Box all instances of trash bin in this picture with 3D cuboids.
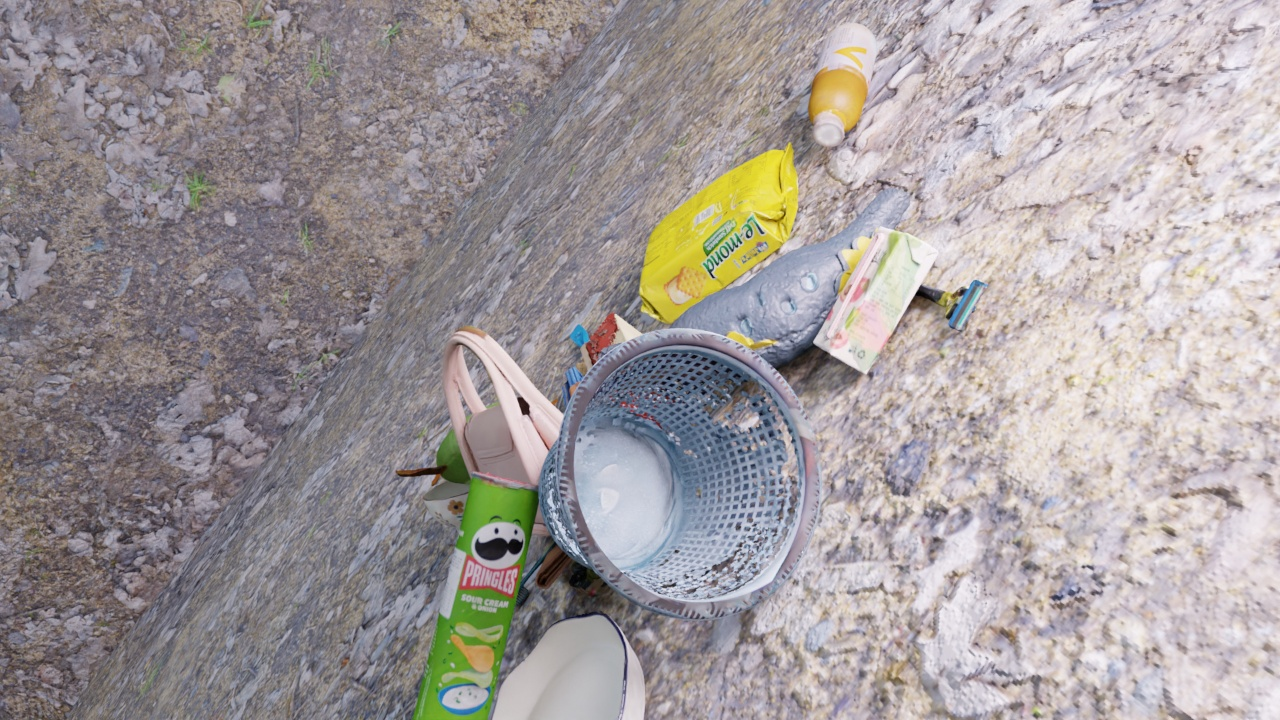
[{"bbox_3d":[0.009,0.104,0.792,0.226,0.226,0.195,-63,13,-22],"label":"trash bin"}]

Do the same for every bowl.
[{"bbox_3d":[-0.226,0.191,1.221,0.113,0.062,0.113,-14,8,2],"label":"bowl"}]

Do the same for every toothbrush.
[{"bbox_3d":[-0.089,0.206,1.040,0.191,0.018,0.016,-50,14,0],"label":"toothbrush"}]

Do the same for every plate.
[{"bbox_3d":[-0.069,0.324,0.802,0.205,0.045,0.204,-40,26,24],"label":"plate"}]

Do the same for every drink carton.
[{"bbox_3d":[0.203,-0.055,0.804,0.122,0.045,0.053,-62,15,10],"label":"drink carton"}]

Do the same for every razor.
[{"bbox_3d":[0.250,-0.055,0.779,0.043,0.022,0.142,-61,16,7],"label":"razor"}]

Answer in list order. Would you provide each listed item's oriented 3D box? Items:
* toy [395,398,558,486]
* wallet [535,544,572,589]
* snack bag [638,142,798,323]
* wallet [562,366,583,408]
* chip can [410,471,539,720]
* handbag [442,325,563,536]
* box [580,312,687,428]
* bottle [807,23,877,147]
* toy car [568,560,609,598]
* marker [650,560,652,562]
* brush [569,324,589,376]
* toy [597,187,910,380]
[{"bbox_3d":[-0.199,0.107,1.202,0.227,0.090,0.246,-28,1,20],"label":"toy"},{"bbox_3d":[-0.066,0.186,0.978,0.115,0.020,0.101,-49,1,2],"label":"wallet"},{"bbox_3d":[0.093,-0.160,1.150,0.247,0.068,0.157,-33,30,35],"label":"snack bag"},{"bbox_3d":[-0.046,0.072,1.037,0.040,0.106,0.133,-35,25,3],"label":"wallet"},{"bbox_3d":[-0.151,0.225,0.855,0.072,0.072,0.236,0,75,61],"label":"chip can"},{"bbox_3d":[-0.144,0.071,0.989,0.093,0.234,0.194,-33,7,-30],"label":"handbag"},{"bbox_3d":[-0.006,0.006,1.069,0.079,0.091,0.168,-50,24,11],"label":"box"},{"bbox_3d":[0.243,-0.334,1.116,0.068,0.068,0.189,-25,36,46],"label":"bottle"},{"bbox_3d":[-0.034,0.197,0.927,0.090,0.035,0.042,-54,22,-24],"label":"toy car"},{"bbox_3d":[0.012,0.150,0.927,0.023,0.018,0.130,6,46,10],"label":"marker"},{"bbox_3d":[-0.071,-0.004,1.274,0.083,0.046,0.254,-53,20,8],"label":"brush"},{"bbox_3d":[0.112,-0.048,0.904,0.357,0.091,0.137,-27,39,17],"label":"toy"}]
